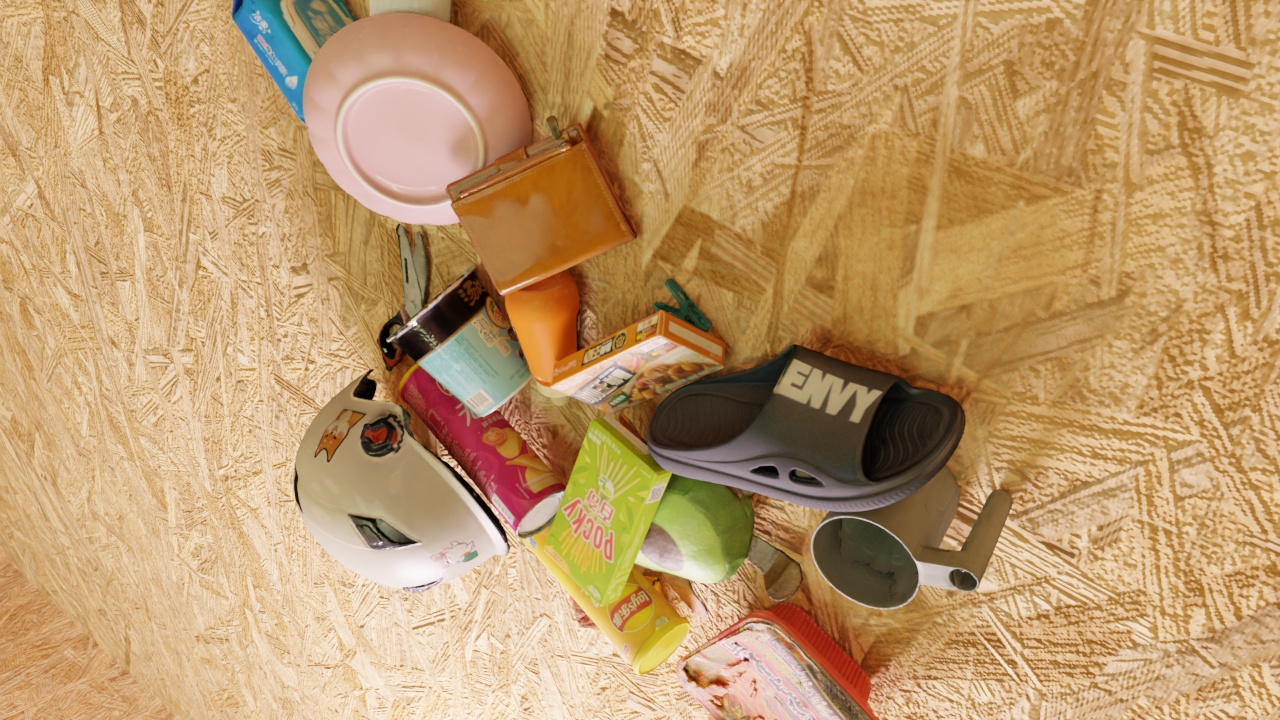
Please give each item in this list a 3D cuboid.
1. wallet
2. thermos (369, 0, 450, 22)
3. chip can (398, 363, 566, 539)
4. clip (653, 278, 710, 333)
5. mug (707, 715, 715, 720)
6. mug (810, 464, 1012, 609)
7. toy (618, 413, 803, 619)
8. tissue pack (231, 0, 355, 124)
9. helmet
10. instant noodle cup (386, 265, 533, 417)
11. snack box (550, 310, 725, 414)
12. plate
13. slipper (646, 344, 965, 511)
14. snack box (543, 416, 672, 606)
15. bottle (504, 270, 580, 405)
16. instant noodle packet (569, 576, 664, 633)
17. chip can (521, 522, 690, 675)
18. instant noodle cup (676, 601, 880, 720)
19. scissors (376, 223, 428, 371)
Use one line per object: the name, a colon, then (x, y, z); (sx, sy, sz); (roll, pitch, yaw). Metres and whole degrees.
wallet: (-0.086, -0.128, 0.758); (0.131, 0.035, 0.119); (-20, 109, 17)
thermos: (-0.199, -0.253, 0.780); (0.073, 0.073, 0.225); (31, 134, 19)
chip can: (-0.162, 0.085, 0.949); (0.210, 0.071, 0.072); (45, 138, 23)
clip: (0.037, -0.042, 0.774); (0.054, 0.013, 0.033); (41, 137, 12)
mug: (0.088, 0.422, 0.980); (0.081, 0.105, 0.115); (52, 137, -2)
mug: (0.205, 0.124, 0.686); (0.124, 0.103, 0.084); (2, 119, 37)
toy: (0.030, 0.147, 0.854); (0.247, 0.089, 0.227); (-6, 107, 38)
tissue pack: (-0.286, -0.276, 0.818); (0.052, 0.094, 0.157); (-26, 100, 40)
helmet: (-0.279, 0.151, 0.991); (0.274, 0.156, 0.230); (37, 157, 39)
instant noodle cup: (-0.166, -0.013, 0.902); (0.120, 0.111, 0.111); (49, 137, -12)
snack box: (-0.005, 0.005, 0.800); (0.075, 0.026, 0.154); (25, 147, -33)
plate: (-0.188, -0.188, 0.766); (0.192, 0.039, 0.193); (1, 132, 1)
slipper: (0.103, 0.044, 0.696); (0.269, 0.110, 0.083); (1, 139, 40)
snack box: (-0.032, 0.137, 0.829); (0.086, 0.026, 0.157); (38, 121, 30)
bottle: (-0.084, -0.017, 0.859); (0.067, 0.066, 0.150); (20, 136, 28)
instant noodle packet: (-0.023, 0.270, 1.013); (0.129, 0.044, 0.111); (9, 127, 35)
chip can: (-0.045, 0.220, 0.943); (0.213, 0.071, 0.072); (41, 138, 29)
instant noodle cup: (0.138, 0.312, 0.885); (0.164, 0.078, 0.189); (46, 136, 5)
scissors: (-0.254, -0.051, 1.001); (0.207, 0.015, 0.202); (-15, 108, 44)
